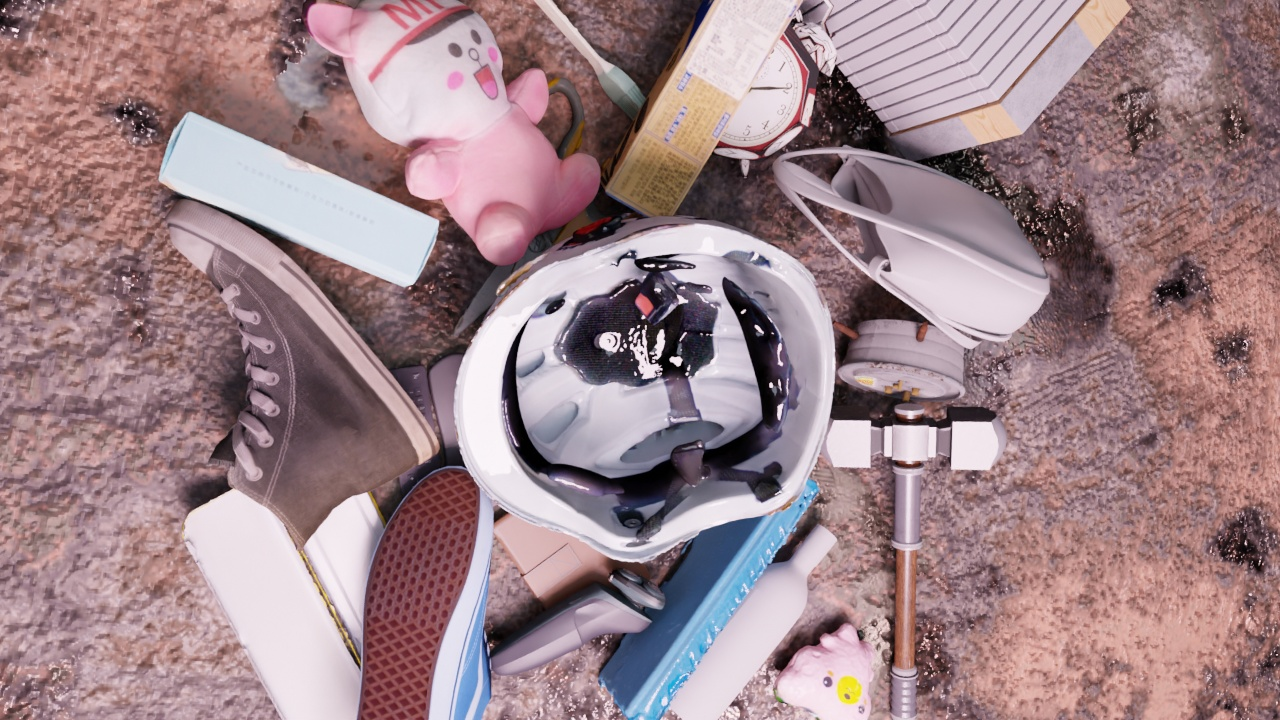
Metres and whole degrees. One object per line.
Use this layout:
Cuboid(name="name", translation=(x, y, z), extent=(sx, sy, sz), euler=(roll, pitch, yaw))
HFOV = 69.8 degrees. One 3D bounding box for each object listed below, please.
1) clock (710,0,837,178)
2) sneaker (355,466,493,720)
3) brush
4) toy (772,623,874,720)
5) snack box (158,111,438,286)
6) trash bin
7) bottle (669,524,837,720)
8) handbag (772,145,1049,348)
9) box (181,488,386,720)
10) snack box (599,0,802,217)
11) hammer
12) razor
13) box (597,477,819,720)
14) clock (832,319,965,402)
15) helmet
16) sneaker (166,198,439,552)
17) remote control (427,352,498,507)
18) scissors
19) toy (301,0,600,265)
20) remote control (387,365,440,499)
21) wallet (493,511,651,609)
Cuboid(name="clock", translation=(0.090, -0.233, 0.728), extent=(0.114, 0.065, 0.155), euler=(29, 102, -11))
Cuboid(name="sneaker", translation=(-0.147, 0.202, 0.671), extent=(0.083, 0.098, 0.241), euler=(2, 73, 18))
Cuboid(name="brush", translation=(-0.062, -0.261, 0.700), extent=(0.012, 0.033, 0.217), euler=(-46, 104, -11))
Cuboid(name="toy", translation=(0.170, 0.280, 0.801), extent=(0.102, 0.050, 0.093), euler=(46, 75, -19))
Cuboid(name="snack box", translation=(-0.230, -0.106, 0.630), extent=(0.174, 0.075, 0.053), euler=(24, 85, -18))
Cuboid(name="trash bin", translation=(0.227, -0.309, 0.733), extent=(0.247, 0.142, 0.142), euler=(45, 79, -16))
Cuboid(name="bottle", translation=(0.096, 0.219, 0.771), extent=(0.052, 0.052, 0.195), euler=(45, 80, -16))
Cuboid(name="handbag", translation=(0.200, -0.111, 0.740), extent=(0.222, 0.215, 0.096), euler=(21, 124, -13))
Cuboid(name="box", translation=(-0.229, 0.176, 0.669), extent=(0.129, 0.039, 0.210), euler=(-29, 103, -28))
Cuboid(name="snack box", translation=(0.045, -0.203, 0.672), extent=(0.056, 0.057, 0.207), euler=(29, 102, -14))
Cuboid(name="hammer", translation=(0.234, 0.195, 0.809), extent=(0.156, 0.043, 0.322), euler=(0, 105, 12))
Cuboid(name="razor", translation=(-0.050, 0.207, 0.716), extent=(0.142, 0.047, 0.052), euler=(-25, 100, -13))
Cuboid(name="box", translation=(0.059, 0.185, 0.736), extent=(0.048, 0.093, 0.231), euler=(40, 80, -16))
Cuboid(name="clock", translation=(0.230, 0.007, 0.785), extent=(0.147, 0.104, 0.056), euler=(25, 73, -48))
Cuboid(name="helmet", translation=(-0.004, 0.004, 0.665), extent=(0.264, 0.163, 0.237), euler=(-13, 111, -9))
Cuboid(name="sneaker", translation=(-0.254, 0.007, 0.609), extent=(0.119, 0.095, 0.235), euler=(-42, 107, -24))
Cuboid(name="remote control", translation=(-0.134, 0.055, 0.706), extent=(0.046, 0.009, 0.124), euler=(-10, 96, -18))
Cuboid(name="scissors", translation=(-0.062, -0.101, 0.717), extent=(0.162, 0.016, 0.225), euler=(19, 88, -18))
Cuboid(name="toy", translation=(-0.129, -0.172, 0.643), extent=(0.213, 0.084, 0.141), euler=(52, 49, -10))
Cuboid(name="remote control", translation=(-0.169, 0.072, 0.693), extent=(0.032, 0.015, 0.136), euler=(-9, 95, -18))
Cuboid(name="wallet", translation=(-0.055, 0.154, 0.737), extent=(0.087, 0.013, 0.121), euler=(-35, 107, -13))
